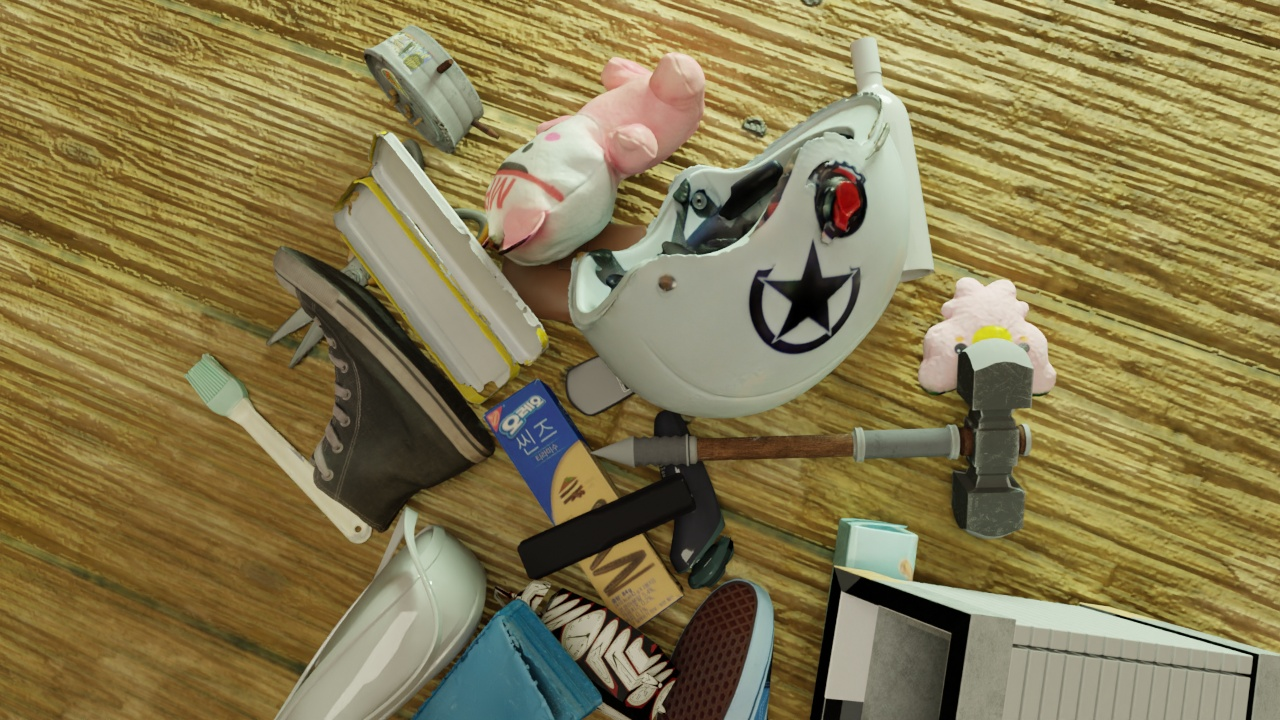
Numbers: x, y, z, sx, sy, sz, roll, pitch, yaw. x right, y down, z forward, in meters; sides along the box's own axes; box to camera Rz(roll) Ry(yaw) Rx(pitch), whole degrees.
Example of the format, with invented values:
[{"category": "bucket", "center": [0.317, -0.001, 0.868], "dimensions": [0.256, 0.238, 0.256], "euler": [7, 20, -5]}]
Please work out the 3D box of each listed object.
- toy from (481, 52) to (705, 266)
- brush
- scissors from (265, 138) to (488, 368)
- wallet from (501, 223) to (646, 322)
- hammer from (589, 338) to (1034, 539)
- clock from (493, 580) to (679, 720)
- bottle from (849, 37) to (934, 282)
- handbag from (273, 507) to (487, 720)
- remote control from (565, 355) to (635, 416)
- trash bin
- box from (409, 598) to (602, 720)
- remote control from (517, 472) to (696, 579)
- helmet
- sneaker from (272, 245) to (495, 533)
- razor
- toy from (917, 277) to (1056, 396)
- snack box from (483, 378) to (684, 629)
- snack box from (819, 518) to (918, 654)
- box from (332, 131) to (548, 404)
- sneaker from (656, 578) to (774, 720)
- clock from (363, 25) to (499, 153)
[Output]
[{"category": "toy", "center": [-0.045, -0.154, 0.725], "dimensions": [0.213, 0.142, 0.084], "euler": [-45, 121, -11]}, {"category": "brush", "center": [-0.308, 0.076, 0.784], "dimensions": [0.217, 0.012, 0.033], "euler": [43, 89, 7]}, {"category": "scissors", "center": [-0.241, -0.092, 0.791], "dimensions": [0.225, 0.016, 0.162], "euler": [-31, 84, 4]}, {"category": "wallet", "center": [-0.057, -0.075, 0.770], "dimensions": [0.121, 0.013, 0.087], "euler": [5, 83, 10]}, {"category": "hammer", "center": [0.125, 0.065, 0.692], "dimensions": [0.322, 0.043, 0.156], "euler": [-2, 107, 4]}, {"category": "clock", "center": [-0.053, 0.220, 0.685], "dimensions": [0.155, 0.115, 0.064], "euler": [26, 62, 20]}, {"category": "bottle", "center": [0.193, -0.162, 0.733], "dimensions": [0.052, 0.052, 0.195], "euler": [-8, 83, 5]}, {"category": "handbag", "center": [-0.212, 0.221, 0.656], "dimensions": [0.095, 0.216, 0.222], "euler": [45, 86, -7]}, {"category": "remote control", "center": [-0.004, 0.004, 0.758], "dimensions": [0.124, 0.009, 0.046], "euler": [-26, 82, 3]}, {"category": "trash bin", "center": [0.257, 0.232, 0.593], "dimensions": [0.246, 0.143, 0.142], "euler": [12, 85, -18]}, {"category": "box", "center": [-0.115, 0.263, 0.655], "dimensions": [0.093, 0.048, 0.232], "euler": [48, 131, 12]}, {"category": "remote control", "center": [-0.026, 0.124, 0.687], "dimensions": [0.136, 0.015, 0.032], "euler": [-25, 82, 5]}, {"category": "helmet", "center": [0.089, -0.063, 0.659], "dimensions": [0.263, 0.237, 0.164], "euler": [-40, 107, -13]}, {"category": "sneaker", "center": [-0.236, 0.019, 0.737], "dimensions": [0.120, 0.095, 0.235], "euler": [-40, 95, 1]}, {"category": "razor", "center": [0.036, 0.108, 0.728], "dimensions": [0.052, 0.047, 0.143], "euler": [-13, 79, -20]}, {"category": "toy", "center": [0.268, -0.017, 0.710], "dimensions": [0.102, 0.050, 0.093], "euler": [3, 93, 6]}, {"category": "snack box", "center": [-0.045, 0.113, 0.727], "dimensions": [0.056, 0.057, 0.206], "euler": [-35, 81, 0]}, {"category": "snack box", "center": [0.165, 0.207, 0.686], "dimensions": [0.053, 0.075, 0.174], "euler": [8, 84, 7]}, {"category": "box", "center": [-0.161, -0.070, 0.729], "dimensions": [0.209, 0.130, 0.038], "euler": [53, 47, 1]}, {"category": "sneaker", "center": [0.069, 0.294, 0.701], "dimensions": [0.098, 0.084, 0.241], "euler": [26, 72, -34]}, {"category": "clock", "center": [-0.187, -0.230, 0.765], "dimensions": [0.056, 0.104, 0.148], "euler": [-43, 51, -10]}]
